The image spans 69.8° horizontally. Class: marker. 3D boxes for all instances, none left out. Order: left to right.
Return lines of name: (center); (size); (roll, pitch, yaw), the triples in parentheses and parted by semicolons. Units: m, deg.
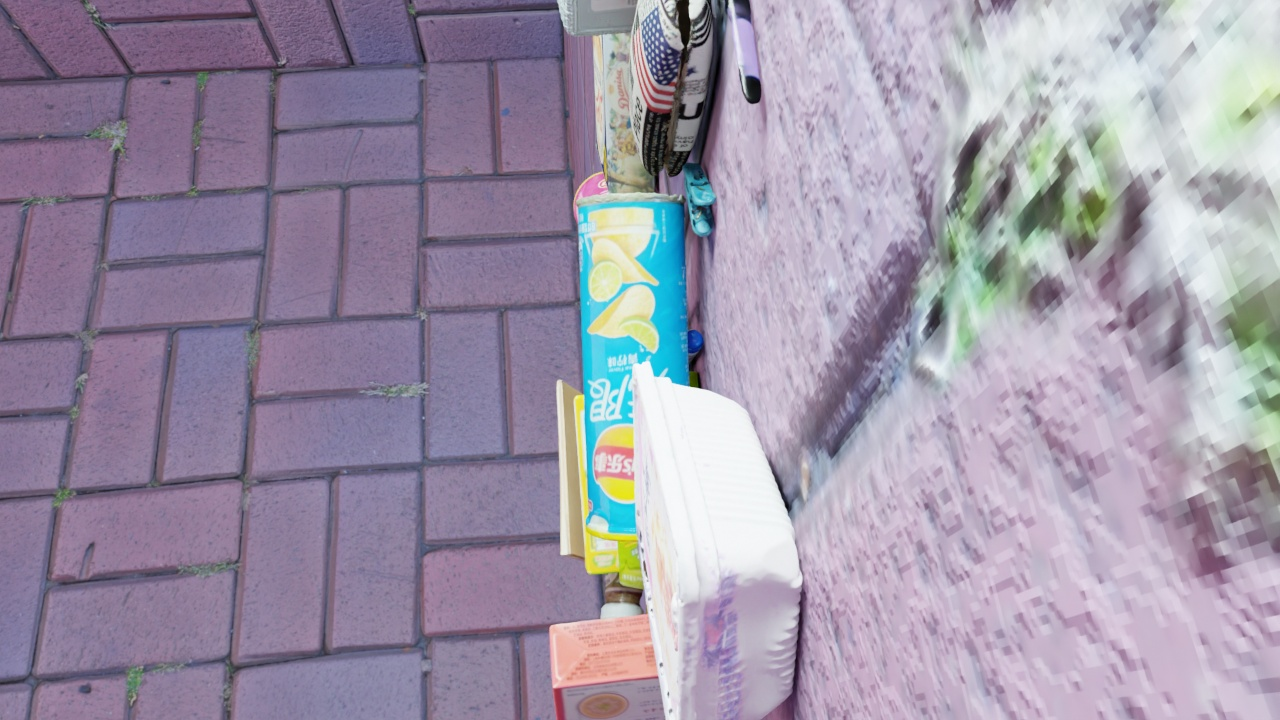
marker: (0.029, 0.000, 0.670); (0.146, 0.017, 0.017); (112, 154, -78)

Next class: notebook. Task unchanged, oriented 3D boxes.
notebook: (-0.021, 0.118, 0.841); (0.211, 0.012, 0.149); (38, -137, -59)

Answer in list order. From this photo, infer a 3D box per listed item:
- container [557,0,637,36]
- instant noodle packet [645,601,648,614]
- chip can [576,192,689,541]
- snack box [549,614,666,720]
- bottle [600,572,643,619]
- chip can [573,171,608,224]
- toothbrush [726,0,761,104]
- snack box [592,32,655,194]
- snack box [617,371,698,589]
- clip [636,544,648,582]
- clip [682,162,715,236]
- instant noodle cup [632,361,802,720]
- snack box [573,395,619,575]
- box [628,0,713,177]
container: (-0.015, -0.272, 0.577); (0.090, 0.090, 0.111); (95, 166, -61)
instant noodle packet: (0.025, 0.255, 0.759); (0.110, 0.044, 0.128); (-85, -4, -80)
chip can: (-0.003, 0.003, 0.581); (0.071, 0.071, 0.210); (-141, 49, -83)
snack box: (0.003, 0.213, 0.581); (0.044, 0.113, 0.127); (-101, 9, -47)
bottle: (-0.009, 0.120, 0.778); (0.060, 0.060, 0.205); (97, 178, -65)
chip can: (-0.019, -0.110, 0.816); (0.210, 0.071, 0.071); (-106, 13, -65)
toothbrush: (0.040, -0.199, 0.416); (0.017, 0.014, 0.188); (131, 136, -66)
snack box: (-0.017, -0.260, 0.825); (0.177, 0.046, 0.183); (-102, 10, -62)
snack box: (0.012, 0.088, 0.666); (0.086, 0.026, 0.156); (-10, 83, 56)
clip: (0.043, 0.149, 0.597); (0.102, 0.094, 0.035); (45, -165, -26)
clip: (0.035, -0.099, 0.548); (0.049, 0.015, 0.056); (88, 176, -45)
instant noodle cup: (0.033, 0.092, 0.452); (0.173, 0.060, 0.138); (-100, 8, -60)
snack box: (-0.005, 0.094, 0.724); (0.034, 0.087, 0.140); (126, 140, -82)
box: (0.021, -0.165, 0.531); (0.164, 0.059, 0.071); (100, 145, -74)
